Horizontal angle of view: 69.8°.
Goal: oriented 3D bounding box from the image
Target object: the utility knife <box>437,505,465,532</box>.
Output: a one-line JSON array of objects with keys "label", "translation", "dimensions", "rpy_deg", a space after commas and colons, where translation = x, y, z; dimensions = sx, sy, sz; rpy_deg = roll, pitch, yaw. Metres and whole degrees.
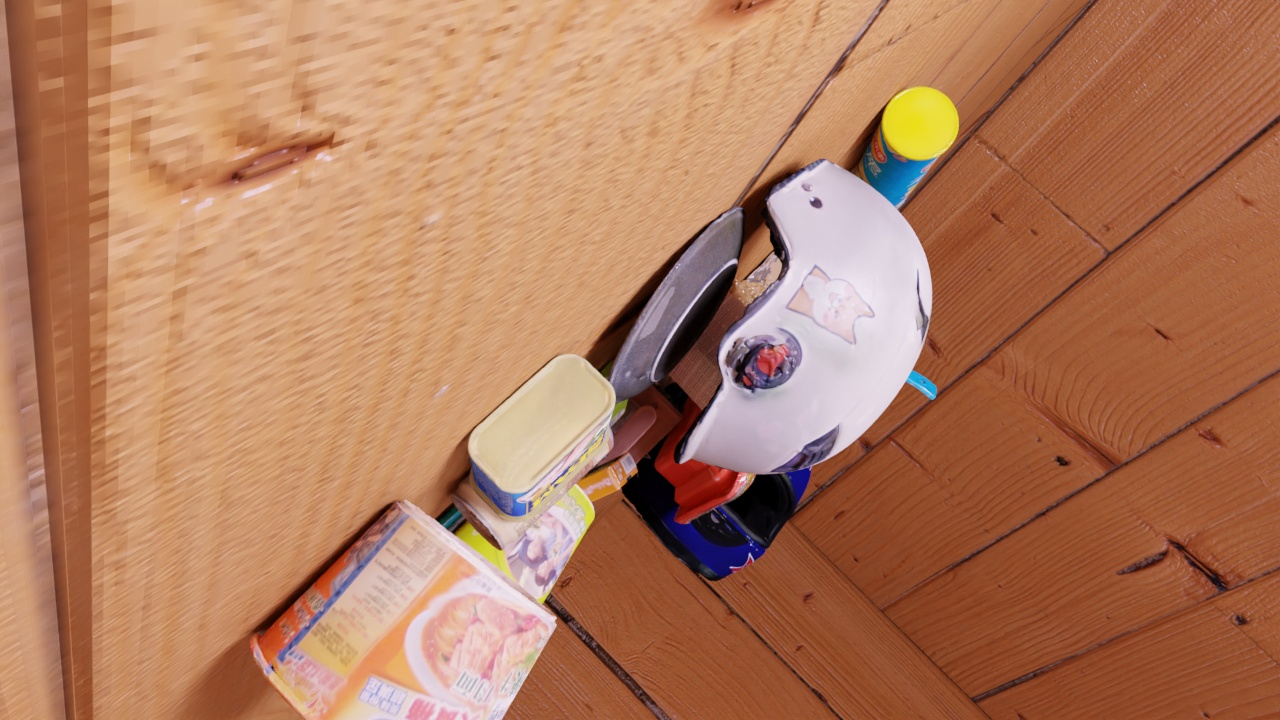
[{"label": "utility knife", "translation": [-0.158, 0.135, 0.704], "dimensions": [0.181, 0.013, 0.029], "rpy_deg": [-43, 171, -16]}]

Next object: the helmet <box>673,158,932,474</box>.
[{"label": "helmet", "translation": [0.145, -0.017, 0.753], "dimensions": [0.230, 0.157, 0.274], "rpy_deg": [5, 106, -83]}]

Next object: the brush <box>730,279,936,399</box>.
[{"label": "brush", "translation": [0.198, -0.020, 0.983], "dimensions": [0.083, 0.255, 0.046], "rpy_deg": [-55, 167, -58]}]

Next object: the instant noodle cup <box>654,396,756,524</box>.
[{"label": "instant noodle cup", "translation": [0.087, 0.079, 1.024], "dimensions": [0.188, 0.079, 0.165], "rpy_deg": [-59, -173, -32]}]

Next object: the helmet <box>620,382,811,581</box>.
[{"label": "helmet", "translation": [0.111, 0.137, 1.231], "dimensions": [0.240, 0.247, 0.315], "rpy_deg": [-46, -175, 1]}]

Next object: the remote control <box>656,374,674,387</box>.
[{"label": "remote control", "translation": [0.067, -0.012, 1.124], "dimensions": [0.058, 0.021, 0.149], "rpy_deg": [-50, 171, 31]}]

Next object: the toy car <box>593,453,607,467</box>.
[{"label": "toy car", "translation": [-0.063, 0.098, 0.938], "dimensions": [0.043, 0.034, 0.090], "rpy_deg": [-30, 176, 9]}]

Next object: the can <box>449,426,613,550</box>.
[{"label": "can", "translation": [-0.078, 0.079, 0.670], "dimensions": [0.116, 0.058, 0.059], "rpy_deg": [-43, 172, -22]}]

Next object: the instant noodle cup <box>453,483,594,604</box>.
[{"label": "instant noodle cup", "translation": [-0.105, 0.160, 0.815], "dimensions": [0.123, 0.111, 0.112], "rpy_deg": [-50, 176, -30]}]

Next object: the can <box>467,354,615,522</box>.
[{"label": "can", "translation": [-0.065, 0.051, 0.602], "dimensions": [0.102, 0.057, 0.083], "rpy_deg": [-44, 170, -19]}]

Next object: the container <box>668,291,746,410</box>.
[{"label": "container", "translation": [0.084, -0.002, 0.923], "dimensions": [0.090, 0.111, 0.090], "rpy_deg": [-42, 172, -28]}]

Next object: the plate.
[{"label": "plate", "translation": [0.035, -0.035, 0.702], "dimensions": [0.179, 0.024, 0.179], "rpy_deg": [-51, 170, -13]}]

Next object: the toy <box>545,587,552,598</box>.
[{"label": "toy", "translation": [-0.182, 0.291, 1.194], "dimensions": [0.138, 0.091, 0.355], "rpy_deg": [-19, 179, 16]}]

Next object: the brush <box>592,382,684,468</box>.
[{"label": "brush", "translation": [-0.018, 0.089, 1.057], "dimensions": [0.146, 0.063, 0.072], "rpy_deg": [-48, 177, 29]}]

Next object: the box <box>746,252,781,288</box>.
[{"label": "box", "translation": [0.165, -0.091, 1.095], "dimensions": [0.184, 0.061, 0.090], "rpy_deg": [-43, 173, -9]}]

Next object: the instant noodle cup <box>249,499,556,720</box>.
[{"label": "instant noodle cup", "translation": [-0.129, 0.160, 0.535], "dimensions": [0.111, 0.151, 0.151], "rpy_deg": [-52, 174, -13]}]

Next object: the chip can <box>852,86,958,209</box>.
[{"label": "chip can", "translation": [0.271, -0.214, 0.967], "dimensions": [0.071, 0.071, 0.210], "rpy_deg": [-45, 173, -1]}]

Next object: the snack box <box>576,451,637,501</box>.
[{"label": "snack box", "translation": [-0.081, 0.140, 0.925], "dimensions": [0.154, 0.026, 0.075], "rpy_deg": [-26, 179, 16]}]

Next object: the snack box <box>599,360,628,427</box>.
[{"label": "snack box", "translation": [-0.048, 0.053, 0.822], "dimensions": [0.085, 0.026, 0.156], "rpy_deg": [-45, 173, -11]}]
